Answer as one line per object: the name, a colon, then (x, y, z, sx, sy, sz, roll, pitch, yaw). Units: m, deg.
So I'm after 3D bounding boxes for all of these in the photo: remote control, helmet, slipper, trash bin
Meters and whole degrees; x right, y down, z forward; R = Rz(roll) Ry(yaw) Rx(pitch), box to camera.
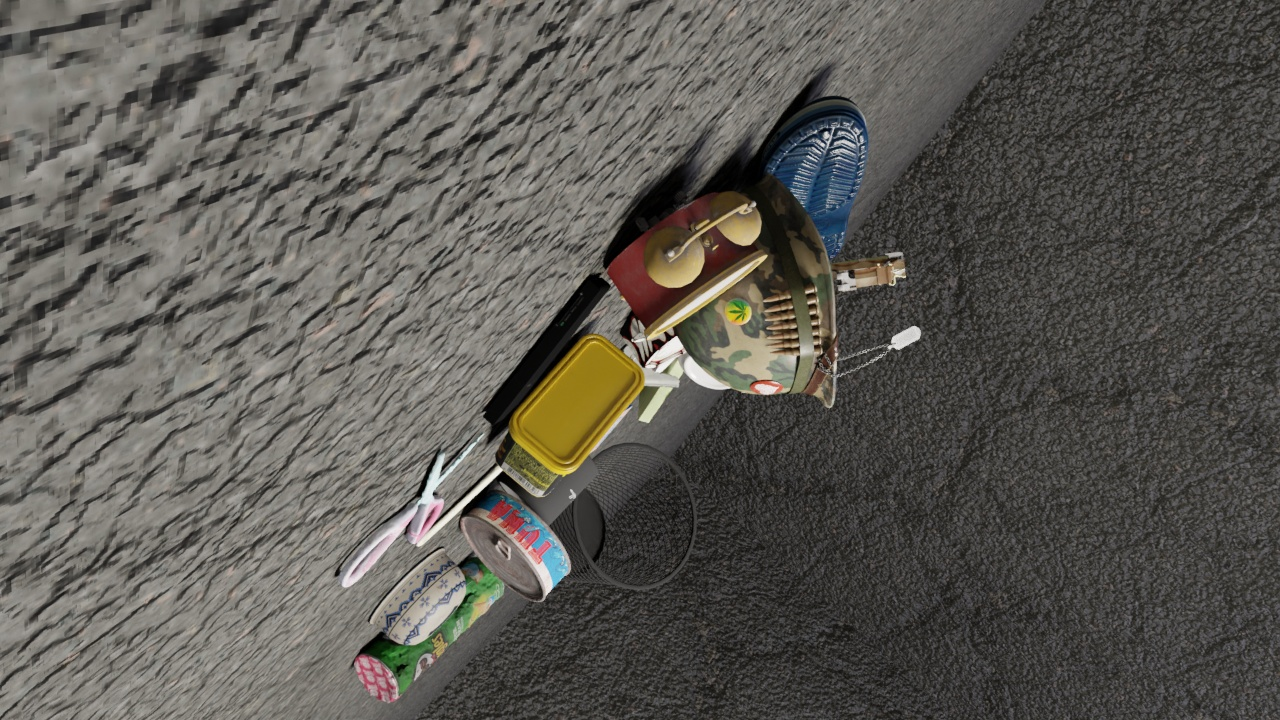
remote control: (-0.078, -0.008, 0.757, 0.150, 0.013, 0.034, -50, 176, 16)
helmet: (0.147, -0.064, 0.869, 0.236, 0.224, 0.192, -28, -174, 6)
slipper: (0.174, -0.192, 0.971, 0.253, 0.105, 0.095, 79, 11, -63)
trash bin: (-0.060, 0.220, 1.244, 0.183, 0.184, 0.211, -43, -169, -34)

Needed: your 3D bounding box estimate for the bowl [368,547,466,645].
bowl: (-0.247, 0.278, 1.052, 0.115, 0.059, 0.115, -47, 172, -9)

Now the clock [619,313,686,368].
clock: (0.050, -0.057, 1.003, 0.154, 0.065, 0.115, -31, 169, -9)

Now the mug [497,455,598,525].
mug: (-0.105, 0.124, 1.030, 0.087, 0.078, 0.114, -46, 161, -17)

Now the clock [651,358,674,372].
clock: (0.030, -0.023, 1.149, 0.123, 0.044, 0.091, -53, 171, 31)

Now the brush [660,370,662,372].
brush: (-0.004, 0.018, 1.219, 0.041, 0.030, 0.172, -53, 170, 28)

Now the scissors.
scissors: (-0.199, 0.134, 0.790, 0.167, 0.014, 0.171, -42, 170, -41)

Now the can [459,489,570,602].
can: (-0.141, 0.208, 1.030, 0.044, 0.130, 0.130, -43, 171, -31)

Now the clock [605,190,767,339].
clock: (0.035, -0.087, 0.725, 0.117, 0.081, 0.159, -33, 177, -20)

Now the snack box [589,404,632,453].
snack box: (-0.072, 0.096, 1.218, 0.088, 0.033, 0.154, -50, 172, 20)

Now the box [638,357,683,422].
box: (0.048, -0.002, 1.366, 0.140, 0.048, 0.188, -57, 179, -35)

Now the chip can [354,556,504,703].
chip can: (-0.271, 0.349, 1.215, 0.222, 0.075, 0.076, -39, 168, -49)

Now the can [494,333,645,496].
can: (-0.069, 0.054, 0.852, 0.130, 0.072, 0.101, -50, 179, -30)

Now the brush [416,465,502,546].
brush: (-0.153, 0.118, 0.968, 0.217, 0.012, 0.033, -44, 171, -20)

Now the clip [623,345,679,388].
clip: (-0.006, 0.007, 1.085, 0.041, 0.101, 0.054, 122, -31, -62)

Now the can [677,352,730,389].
can: (0.106, -0.049, 1.122, 0.088, 0.088, 0.165, 121, -8, -53)
